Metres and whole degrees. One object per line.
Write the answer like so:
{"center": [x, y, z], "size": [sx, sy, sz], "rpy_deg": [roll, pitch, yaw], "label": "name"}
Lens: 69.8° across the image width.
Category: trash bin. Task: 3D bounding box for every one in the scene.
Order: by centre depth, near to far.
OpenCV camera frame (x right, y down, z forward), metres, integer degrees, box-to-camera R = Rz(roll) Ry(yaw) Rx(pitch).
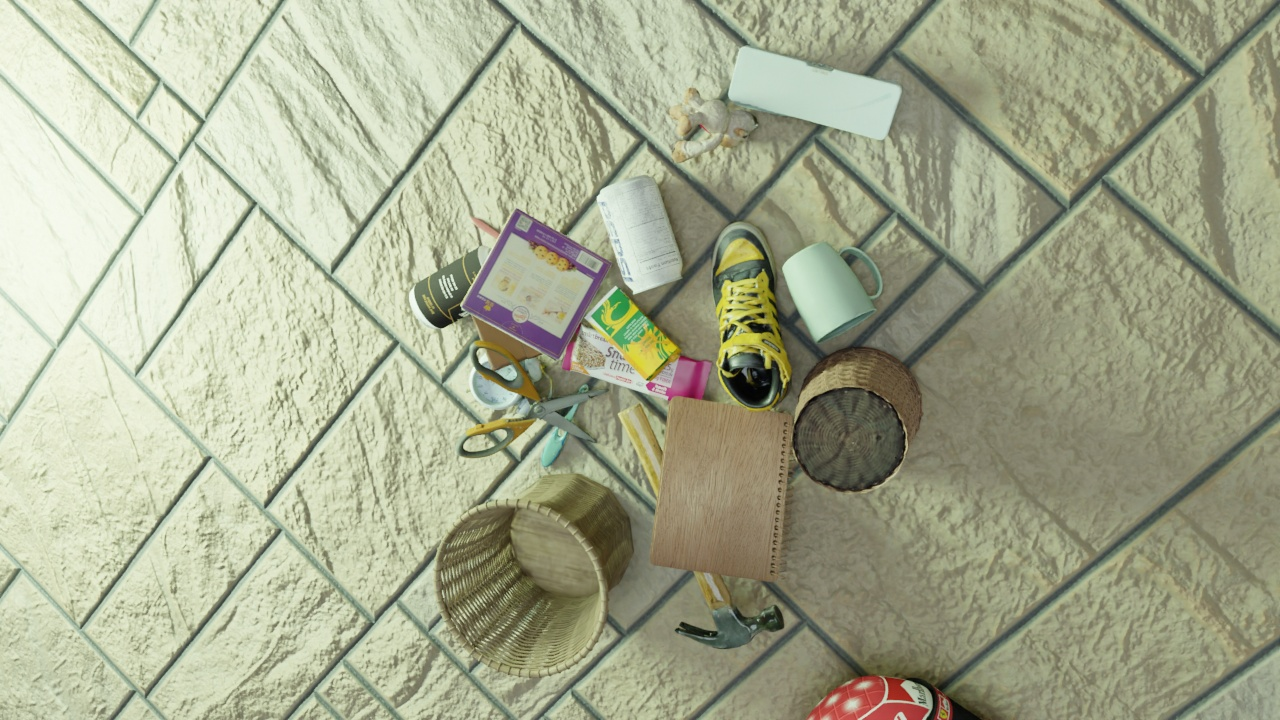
{"center": [0.251, 0.072, 1.060], "size": [0.151, 0.209, 0.151], "rpy_deg": [3, 100, 14], "label": "trash bin"}

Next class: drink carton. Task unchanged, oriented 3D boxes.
{"center": [-0.007, -0.032, 1.188], "size": [0.058, 0.041, 0.122], "rpy_deg": [-45, 79, 5], "label": "drink carton"}

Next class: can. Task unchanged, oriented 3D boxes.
{"center": [0.001, -0.158, 1.157], "size": [0.078, 0.078, 0.136], "rpy_deg": [-17, 94, 17], "label": "can"}
{"center": [-0.241, -0.098, 1.236], "size": [0.129, 0.071, 0.072], "rpy_deg": [-26, 92, 18], "label": "can"}

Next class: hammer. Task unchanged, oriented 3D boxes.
{"center": [0.054, 0.211, 1.170], "size": [0.132, 0.033, 0.330], "rpy_deg": [-26, 87, 21], "label": "hammer"}

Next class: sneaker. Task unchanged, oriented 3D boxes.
{"center": [0.130, -0.048, 1.119], "size": [0.086, 0.122, 0.238], "rpy_deg": [-12, 97, 15], "label": "sneaker"}

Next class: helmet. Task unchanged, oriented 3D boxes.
{"center": [0.313, 0.499, 1.123], "size": [0.271, 0.197, 0.224], "rpy_deg": [-36, 89, 9], "label": "helmet"}

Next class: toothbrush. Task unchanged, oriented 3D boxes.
{"center": [-0.157, -0.143, 1.236], "size": [0.184, 0.015, 0.015], "rpy_deg": [34, 99, 9], "label": "toothbrush"}
{"center": [-0.105, 0.091, 1.259], "size": [0.022, 0.017, 0.135], "rpy_deg": [30, 105, 5], "label": "toothbrush"}

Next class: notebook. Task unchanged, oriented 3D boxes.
{"center": [0.108, 0.160, 1.145], "size": [0.169, 0.022, 0.210], "rpy_deg": [9, 75, -5], "label": "notebook"}

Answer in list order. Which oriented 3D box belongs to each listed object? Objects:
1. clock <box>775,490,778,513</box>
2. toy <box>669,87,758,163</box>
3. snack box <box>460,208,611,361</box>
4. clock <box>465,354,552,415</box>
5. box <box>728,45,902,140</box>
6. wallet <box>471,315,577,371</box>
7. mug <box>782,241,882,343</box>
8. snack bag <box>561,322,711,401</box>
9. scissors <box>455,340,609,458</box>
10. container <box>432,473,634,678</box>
{"center": [0.121, 0.200, 1.196], "size": [0.117, 0.060, 0.161], "rpy_deg": [27, 103, 10], "label": "clock"}
{"center": [0.091, -0.292, 1.125], "size": [0.106, 0.074, 0.085], "rpy_deg": [1, 56, -4], "label": "toy"}
{"center": [-0.134, -0.097, 1.179], "size": [0.143, 0.040, 0.148], "rpy_deg": [29, 89, -13], "label": "snack box"}
{"center": [-0.176, 0.028, 1.248], "size": [0.117, 0.057, 0.083], "rpy_deg": [12, 102, 5], "label": "clock"}
{"center": [0.206, -0.317, 1.091], "size": [0.199, 0.070, 0.085], "rpy_deg": [16, 84, 10], "label": "box"}
{"center": [-0.154, -0.045, 1.220], "size": [0.121, 0.013, 0.087], "rpy_deg": [-21, 83, -11], "label": "wallet"}
{"center": [0.236, -0.091, 1.111], "size": [0.111, 0.084, 0.104], "rpy_deg": [-25, 79, -10], "label": "mug"}
{"center": [-0.007, 0.007, 1.220], "size": [0.196, 0.016, 0.070], "rpy_deg": [18, 102, 12], "label": "snack bag"}
{"center": [-0.156, 0.054, 1.215], "size": [0.225, 0.016, 0.226], "rpy_deg": [-20, 118, 4], "label": "scissors"}
{"center": [-0.123, 0.264, 1.199], "size": [0.227, 0.195, 0.227], "rpy_deg": [2, 100, 15], "label": "container"}
